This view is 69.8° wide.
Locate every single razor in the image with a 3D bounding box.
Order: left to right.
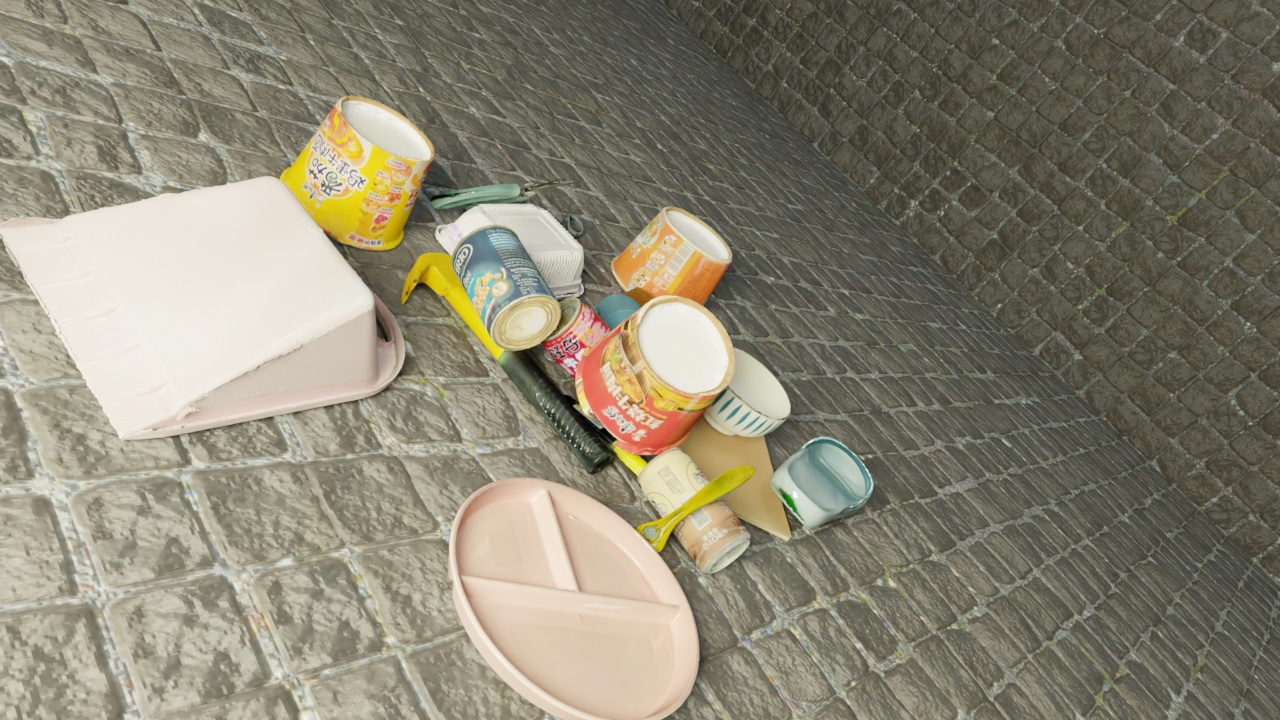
[{"bbox_3d":[0.052,0.135,0.850,0.043,0.132,0.028,52,-10,30],"label":"razor"}]

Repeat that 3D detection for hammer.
[{"bbox_3d":[-0.133,-0.004,0.929,0.300,0.033,0.128,47,27,19],"label":"hammer"}]

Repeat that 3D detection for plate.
[{"bbox_3d":[-0.052,0.187,0.724,0.229,0.028,0.229,31,26,-17],"label":"plate"}]

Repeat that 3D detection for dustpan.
[{"bbox_3d":[-0.326,-0.031,0.750,0.272,0.139,0.222,-26,65,-31],"label":"dustpan"}]

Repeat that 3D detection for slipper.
[{"bbox_3d":[0.227,0.137,1.098,0.104,0.074,0.245,51,22,16],"label":"slipper"}]

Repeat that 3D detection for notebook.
[{"bbox_3d":[0.096,0.100,1.061,0.149,0.012,0.211,27,31,-25],"label":"notebook"}]

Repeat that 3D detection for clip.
[{"bbox_3d":[-0.082,-0.006,1.018,0.058,0.039,0.026,9,40,-47],"label":"clip"}]

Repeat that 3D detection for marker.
[{"bbox_3d":[-0.036,0.077,0.944,0.124,0.015,0.018,41,25,12],"label":"marker"}]

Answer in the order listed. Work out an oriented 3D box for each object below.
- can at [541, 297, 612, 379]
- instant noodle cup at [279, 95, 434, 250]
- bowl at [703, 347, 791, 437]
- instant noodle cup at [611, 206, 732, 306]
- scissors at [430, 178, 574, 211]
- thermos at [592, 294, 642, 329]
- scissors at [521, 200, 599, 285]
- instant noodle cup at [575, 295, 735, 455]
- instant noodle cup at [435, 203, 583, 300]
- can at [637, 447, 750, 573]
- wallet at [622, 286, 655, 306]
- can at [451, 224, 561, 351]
[{"bbox_3d":[-0.059,-0.015,0.975,0.094,0.067,0.066,47,19,-30],"label":"can"},{"bbox_3d":[-0.288,-0.200,0.960,0.138,0.110,0.137,31,27,-18],"label":"instant noodle cup"},{"bbox_3d":[0.112,0.045,1.074,0.116,0.066,0.116,30,30,-19],"label":"bowl"},{"bbox_3d":[0.051,-0.138,1.297,0.151,0.112,0.151,30,27,-17],"label":"instant noodle cup"},{"bbox_3d":[-0.166,-0.198,1.107,0.172,0.019,0.179,-12,3,-11],"label":"scissors"},{"bbox_3d":[-0.006,0.006,1.044,0.070,0.070,0.220,21,30,-32],"label":"thermos"},{"bbox_3d":[-0.113,-0.168,1.249,0.159,0.014,0.180,33,27,-12],"label":"scissors"},{"bbox_3d":[0.021,0.008,0.894,0.137,0.109,0.137,14,56,-22],"label":"instant noodle cup"},{"bbox_3d":[-0.142,-0.135,1.098,0.138,0.060,0.173,46,30,17],"label":"instant noodle cup"},{"bbox_3d":[0.051,0.145,0.892,0.058,0.059,0.116,-1,45,-53],"label":"can"},{"bbox_3d":[0.026,-0.042,1.196,0.130,0.035,0.118,43,26,7],"label":"wallet"},{"bbox_3d":[-0.133,-0.072,0.913,0.075,0.075,0.111,9,38,-46],"label":"can"}]
